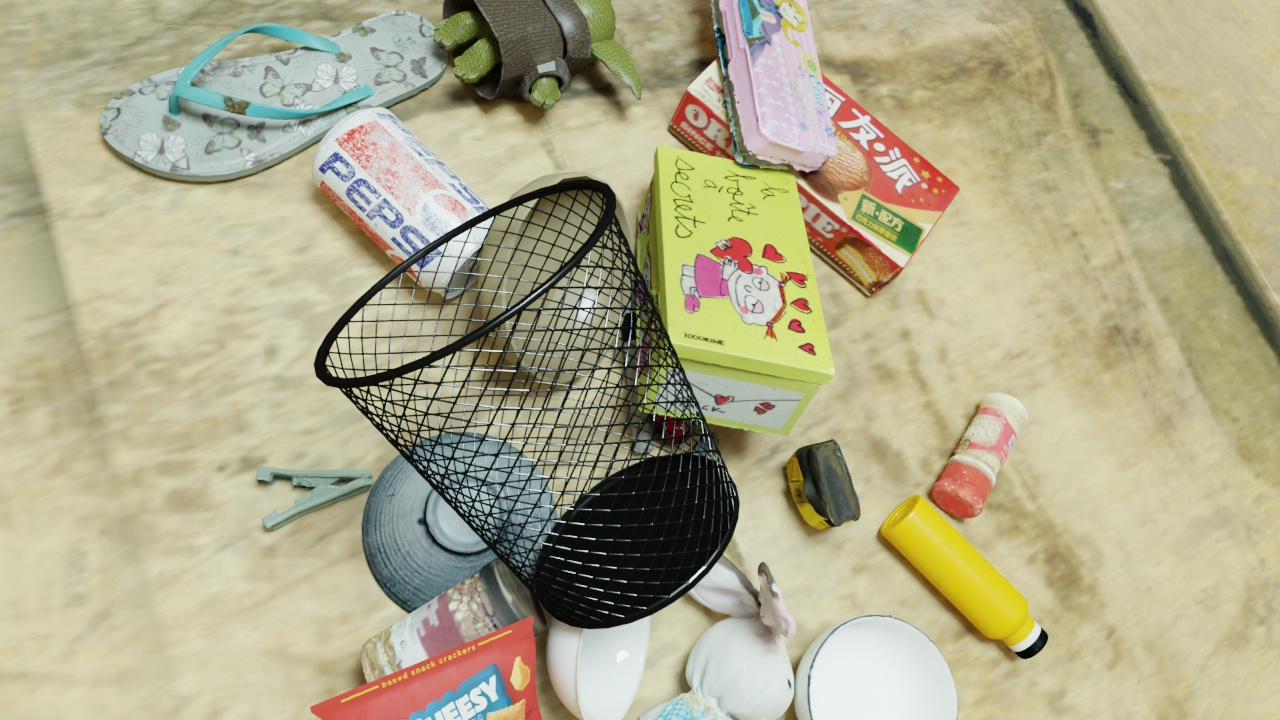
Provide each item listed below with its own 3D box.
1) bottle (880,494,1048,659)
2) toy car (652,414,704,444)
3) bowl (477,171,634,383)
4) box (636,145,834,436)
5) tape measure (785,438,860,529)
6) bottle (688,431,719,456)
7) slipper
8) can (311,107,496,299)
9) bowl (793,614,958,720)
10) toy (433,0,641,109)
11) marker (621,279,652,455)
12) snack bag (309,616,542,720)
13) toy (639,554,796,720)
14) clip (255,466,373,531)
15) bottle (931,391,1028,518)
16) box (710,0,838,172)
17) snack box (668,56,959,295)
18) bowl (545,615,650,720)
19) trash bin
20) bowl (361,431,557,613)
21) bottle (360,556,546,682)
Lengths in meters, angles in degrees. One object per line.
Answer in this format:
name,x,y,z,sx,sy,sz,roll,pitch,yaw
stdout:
bottle,0.253,0.170,0.712,0.143,0.043,0.043,45,66,3
toy car,0.036,0.020,0.706,0.036,0.042,0.091,26,67,-13
bowl,-0.068,-0.062,0.670,0.050,0.152,0.152,13,61,32
box,0.061,-0.060,0.686,0.124,0.081,0.220,12,49,-11
tape measure,0.135,0.096,0.695,0.037,0.064,0.065,-14,84,-12
bottle,0.020,0.093,0.682,0.030,0.030,0.112,45,66,3
slipper,-0.268,-0.210,0.702,0.268,0.055,0.098,-26,82,-23
can,-0.170,-0.116,0.679,0.136,0.078,0.078,44,66,3
bowl,0.159,0.240,0.650,0.113,0.063,0.113,5,70,-13
toy,-0.091,-0.272,0.757,0.152,0.078,0.179,-25,79,-30
marker,-0.004,0.004,0.716,0.016,0.016,0.140,0,71,-16
snack bag,-0.116,0.234,0.560,0.130,0.039,0.144,-18,119,-20
toy,0.058,0.235,0.613,0.105,0.131,0.205,24,78,-29
clip,-0.220,0.087,0.624,0.076,0.023,0.059,-9,75,-16
bottle,0.280,0.077,0.754,0.044,0.044,0.108,38,65,0
box,0.104,-0.259,0.764,0.084,0.053,0.230,9,64,-32
snack box,0.151,-0.176,0.798,0.236,0.060,0.113,41,63,1
bowl,-0.034,0.186,0.610,0.041,0.110,0.109,3,65,24
trash bin,-0.049,0.033,0.541,0.183,0.184,0.210,-43,120,-24
bowl,-0.119,0.108,0.625,0.137,0.057,0.137,5,69,-13
bottle,-0.118,0.175,0.583,0.105,0.056,0.056,-32,81,-1
